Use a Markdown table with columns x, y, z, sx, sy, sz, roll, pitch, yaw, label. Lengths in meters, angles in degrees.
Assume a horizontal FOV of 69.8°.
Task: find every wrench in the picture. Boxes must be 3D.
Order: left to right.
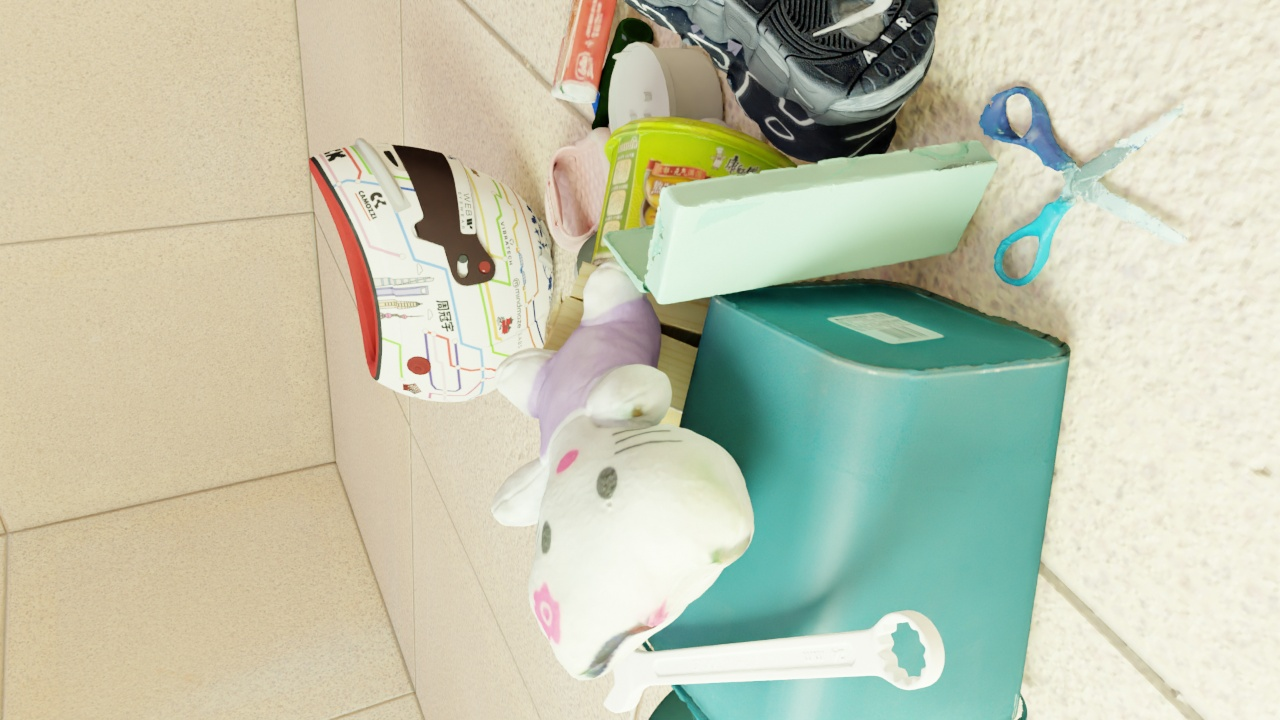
| x | y | z | sx | sy | sz | roll | pitch | yaw | label |
| --- | --- | --- | --- | --- | --- | --- | --- | --- | --- |
| 0.043 | 0.151 | 0.460 | 0.274 | 0.009 | 0.047 | -31 | 62 | 53 | wrench |

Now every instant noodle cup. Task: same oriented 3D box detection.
| x | y | z | sx | sy | sz | roll | pitch | yaw | label |
| --- | --- | --- | --- | --- | --- | --- | --- | --- | --- |
| 0.036 | -0.091 | 0.627 | 0.146 | 0.146 | 0.097 | -1 | 71 | 64 | instant noodle cup |

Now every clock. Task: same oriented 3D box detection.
| x | y | z | sx | sy | sz | roll | pitch | yaw | label |
| --- | --- | --- | --- | --- | --- | --- | --- | --- | --- |
| 0.023 | -0.181 | 0.737 | 0.120 | 0.061 | 0.159 | -28 | 73 | 63 | clock |

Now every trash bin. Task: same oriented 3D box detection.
| x | y | z | sx | sy | sz | roll | pitch | yaw | label |
| --- | --- | --- | --- | --- | --- | --- | --- | --- | --- |
| 0.118 | 0.079 | 0.520 | 0.196 | 0.198 | 0.219 | 35 | 124 | 55 | trash bin |

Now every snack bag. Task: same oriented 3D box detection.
| x | y | z | sx | sy | sz | roll | pitch | yaw | label |
| --- | --- | --- | --- | --- | --- | --- | --- | --- | --- |
| -0.049 | -0.289 | 0.819 | 0.077 | 0.036 | 0.116 | -130 | 52 | -71 | snack bag |

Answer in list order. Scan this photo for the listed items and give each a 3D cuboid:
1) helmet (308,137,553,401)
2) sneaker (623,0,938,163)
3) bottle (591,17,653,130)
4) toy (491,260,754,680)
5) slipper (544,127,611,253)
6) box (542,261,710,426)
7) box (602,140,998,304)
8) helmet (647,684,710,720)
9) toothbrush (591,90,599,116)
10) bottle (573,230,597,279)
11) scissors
| x | y | z | sx | sy | sz | roll | pitch | yaw | label |
| --- | --- | --- | --- | --- | --- | --- | --- | --- | --- |
| -0.219 | -0.109 | 1.054 | 0.231 | 0.235 | 0.315 | 29 | 134 | 62 | helmet |
| 0.069 | -0.200 | 0.561 | 0.252 | 0.097 | 0.151 | 42 | 173 | 26 | sneaker |
| -0.022 | -0.252 | 0.831 | 0.033 | 0.033 | 0.123 | 68 | 153 | 22 | bottle |
| -0.016 | 0.056 | 0.487 | 0.138 | 0.085 | 0.209 | -41 | 41 | 22 | toy |
| -0.061 | -0.168 | 0.906 | 0.222 | 0.055 | 0.107 | 167 | 91 | -70 | slipper |
| -0.004 | 0.002 | 0.700 | 0.249 | 0.128 | 0.091 | 118 | 178 | -79 | box |
| 0.083 | -0.085 | 0.499 | 0.112 | 0.187 | 0.078 | -126 | 31 | -56 | box |
| 0.099 | 0.317 | 0.633 | 0.176 | 0.200 | 0.275 | 39 | -179 | -19 | helmet |
| -0.039 | -0.230 | 0.898 | 0.017 | 0.011 | 0.187 | -2 | 98 | 64 | toothbrush |
| -0.025 | -0.097 | 0.869 | 0.109 | 0.060 | 0.060 | -26 | 77 | 64 | bottle |
| 0.207 | -0.093 | 0.451 | 0.128 | 0.014 | 0.127 | -46 | 58 | 61 | scissors |
